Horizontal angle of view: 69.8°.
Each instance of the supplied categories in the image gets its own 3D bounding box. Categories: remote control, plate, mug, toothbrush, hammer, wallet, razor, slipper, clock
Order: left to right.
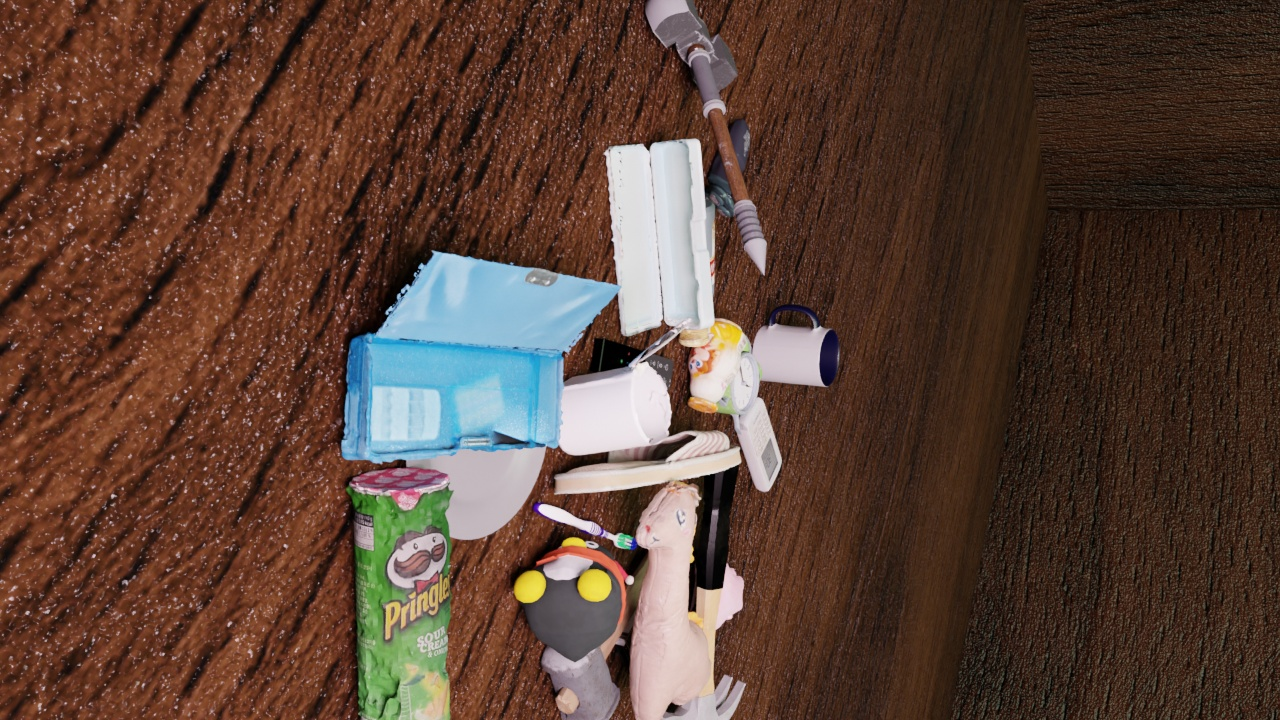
[{"bbox_3d":[-0.137,0.063,0.783,0.178,0.012,0.178,-13,106,-57],"label":"plate"},{"bbox_3d":[-0.053,0.170,0.934,0.186,0.016,0.015,37,63,-54],"label":"toothbrush"},{"bbox_3d":[-0.006,0.006,0.987,0.150,0.013,0.034,16,80,-58],"label":"remote control"},{"bbox_3d":[-0.004,0.248,1.003,0.327,0.052,0.098,-50,134,-47],"label":"hammer"},{"bbox_3d":[0.014,0.293,1.056,0.122,0.019,0.072,-55,138,-39],"label":"wallet"},{"bbox_3d":[0.014,0.100,0.950,0.262,0.115,0.052,-3,83,-53],"label":"slipper"},{"bbox_3d":[0.080,0.283,1.085,0.131,0.039,0.328,4,93,-43],"label":"hammer"},{"bbox_3d":[0.084,-0.227,0.939,0.156,0.043,0.321,29,42,-56],"label":"hammer"},{"bbox_3d":[0.111,-0.237,1.110,0.047,0.052,0.142,51,47,-45],"label":"razor"},{"bbox_3d":[0.118,0.021,1.164,0.119,0.043,0.094,-64,144,-29],"label":"clock"},{"bbox_3d":[0.164,0.117,1.267,0.060,0.025,0.138,-57,139,-37],"label":"remote control"},{"bbox_3d":[0.212,-0.023,1.256,0.078,0.097,0.112,-34,123,-51],"label":"mug"}]

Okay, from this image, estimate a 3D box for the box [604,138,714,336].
[{"bbox_3d":[0.009,-0.126,0.955,0.096,0.086,0.199,-12,103,-31],"label":"box"}]

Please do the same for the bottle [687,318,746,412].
[{"bbox_3d":[0.086,0.007,1.089,0.063,0.063,0.108,42,59,-53],"label":"bottle"}]

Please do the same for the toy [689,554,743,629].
[{"bbox_3d":[0.098,0.292,1.162,0.093,0.050,0.102,14,80,-46],"label":"toy"}]

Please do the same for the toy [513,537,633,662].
[{"bbox_3d":[-0.059,0.216,0.866,0.119,0.097,0.100,-68,152,-67],"label":"toy"}]

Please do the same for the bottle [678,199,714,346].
[{"bbox_3d":[0.060,-0.096,1.034,0.072,0.046,0.161,-77,167,-70],"label":"bottle"}]

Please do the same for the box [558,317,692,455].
[{"bbox_3d":[-0.013,0.026,0.850,0.084,0.160,0.118,-29,108,-60],"label":"box"}]

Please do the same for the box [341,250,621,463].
[{"bbox_3d":[-0.123,-0.004,0.725,0.231,0.066,0.173,5,110,-59],"label":"box"}]

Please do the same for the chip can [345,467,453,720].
[{"bbox_3d":[-0.176,0.196,0.683,0.075,0.076,0.223,-12,105,-57],"label":"chip can"}]

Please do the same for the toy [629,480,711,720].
[{"bbox_3d":[0.039,0.242,0.945,0.195,0.065,0.264,-15,113,-61],"label":"toy"}]
